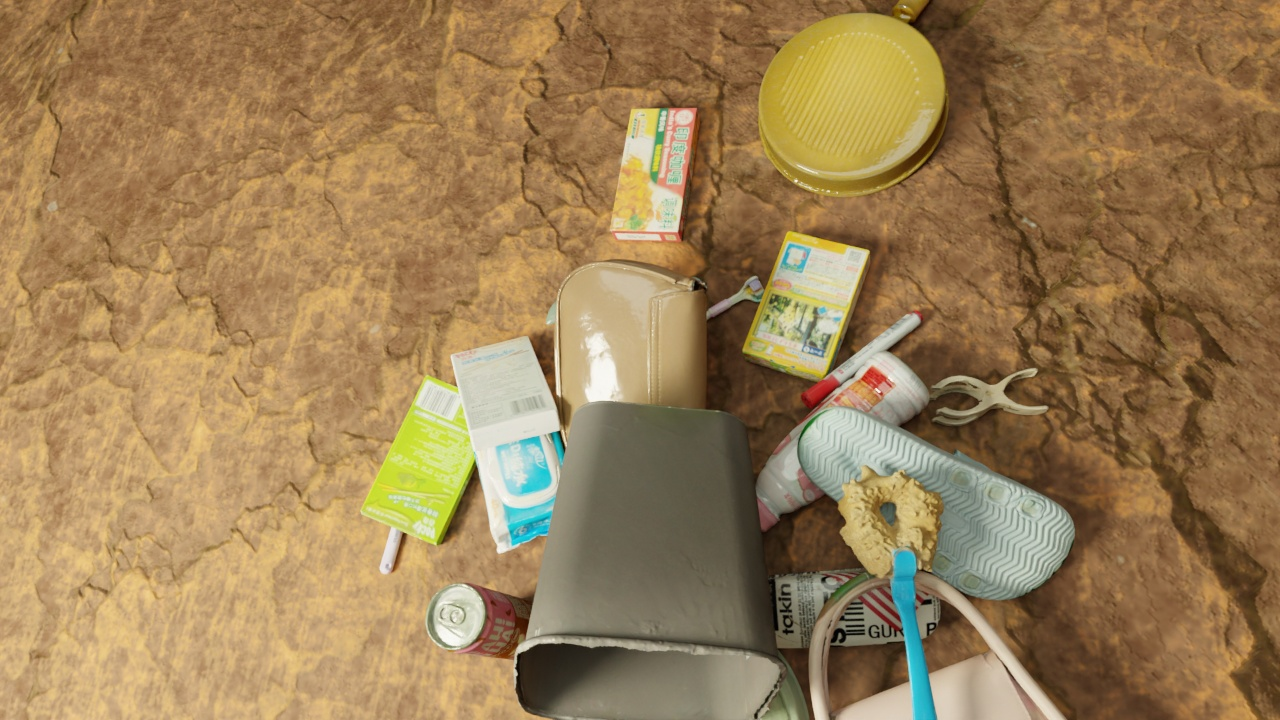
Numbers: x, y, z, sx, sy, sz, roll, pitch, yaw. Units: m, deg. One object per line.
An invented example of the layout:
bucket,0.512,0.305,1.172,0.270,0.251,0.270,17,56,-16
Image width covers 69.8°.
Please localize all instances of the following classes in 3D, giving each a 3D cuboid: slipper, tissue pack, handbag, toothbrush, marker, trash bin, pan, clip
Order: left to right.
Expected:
toothbrush,-0.240,0.130,0.962,0.029,0.021,0.189,19,74,-21
tissue pack,-0.112,0.113,0.898,0.090,0.063,0.140,-14,65,-10
handbag,-0.005,0.005,0.881,0.148,0.099,0.204,3,98,19
trash bin,0.010,0.168,0.755,0.198,0.199,0.219,6,53,-2
toothbrush,0.042,-0.030,0.944,0.189,0.029,0.020,-29,23,5
marker,0.212,-0.002,0.873,0.145,0.017,0.017,-35,64,-12
pan,0.263,-0.336,0.985,0.198,0.078,0.357,27,85,20
slipper,0.247,0.119,0.792,0.245,0.074,0.104,29,98,4
handbag,0.226,0.279,0.724,0.193,0.093,0.234,-24,71,4
clip,0.315,0.044,0.835,0.103,0.034,0.076,3,68,8

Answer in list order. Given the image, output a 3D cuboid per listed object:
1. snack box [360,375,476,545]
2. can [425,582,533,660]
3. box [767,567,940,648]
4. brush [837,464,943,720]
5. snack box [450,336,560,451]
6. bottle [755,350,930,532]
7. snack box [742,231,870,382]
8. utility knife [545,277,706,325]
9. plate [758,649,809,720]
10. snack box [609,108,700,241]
snack box,-0.214,0.102,0.947,0.086,0.026,0.156,22,76,1
can,-0.135,0.235,0.821,0.058,0.147,0.057,-5,69,14
box,0.176,0.217,0.805,0.164,0.076,0.075,-8,87,7
brush,0.205,0.202,0.702,0.083,0.046,0.254,-4,68,1
snack box,-0.137,0.029,0.912,0.084,0.027,0.156,-14,31,-11
bottle,0.173,0.079,0.843,0.197,0.068,0.068,-43,65,1
snack box,0.166,-0.054,0.912,0.087,0.034,0.140,17,74,21
utility knife,-0.018,-0.067,0.975,0.177,0.019,0.031,-12,71,15
plate,0.034,0.329,0.806,0.230,0.027,0.229,-5,69,14
snack box,0.017,-0.206,1.013,0.077,0.027,0.155,4,71,16
